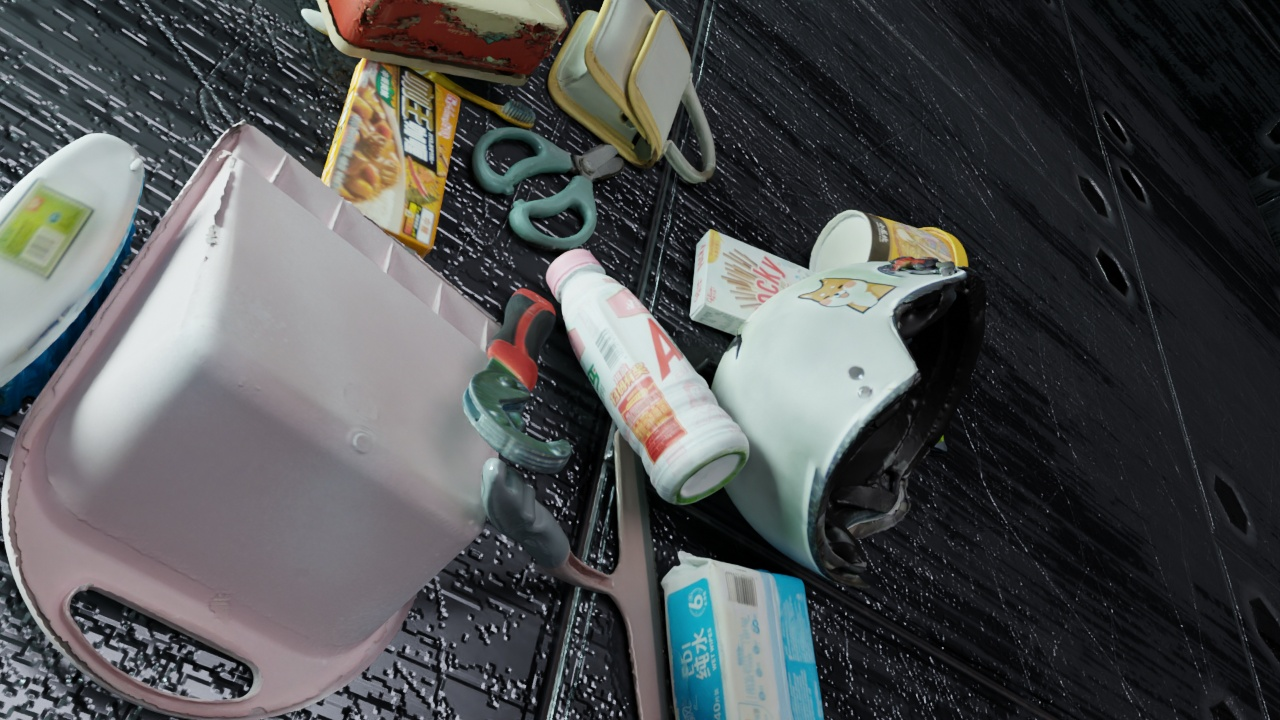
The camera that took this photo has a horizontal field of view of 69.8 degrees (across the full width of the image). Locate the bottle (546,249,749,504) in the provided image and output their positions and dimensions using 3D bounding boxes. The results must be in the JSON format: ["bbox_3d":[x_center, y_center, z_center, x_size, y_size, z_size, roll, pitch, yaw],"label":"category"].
[{"bbox_3d":[-0.004,0.004,0.629,0.068,0.068,0.197,-3,48,-44],"label":"bottle"}]

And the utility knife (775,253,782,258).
[{"bbox_3d":[0.112,-0.027,0.823,0.033,0.015,0.194,32,47,-15],"label":"utility knife"}]

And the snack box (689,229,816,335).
[{"bbox_3d":[0.120,-0.051,0.811,0.156,0.027,0.084,20,54,-18],"label":"snack box"}]

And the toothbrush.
[{"bbox_3d":[-0.161,-0.220,0.695,0.191,0.018,0.016,20,50,-33],"label":"toothbrush"}]

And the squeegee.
[{"bbox_3d":[-0.041,0.106,0.515,0.250,0.040,0.247,57,23,-57],"label":"squeegee"}]

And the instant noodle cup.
[{"bbox_3d":[0.241,-0.088,0.915,0.114,0.119,0.118,15,54,-26],"label":"instant noodle cup"}]

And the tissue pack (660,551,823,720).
[{"bbox_3d":[0.064,0.195,0.592,0.090,0.063,0.139,20,51,-34],"label":"tissue pack"}]

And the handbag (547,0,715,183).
[{"bbox_3d":[0.013,-0.250,0.851,0.178,0.063,0.163,38,45,-23],"label":"handbag"}]

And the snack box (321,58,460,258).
[{"bbox_3d":[-0.170,-0.141,0.628,0.075,0.026,0.153,25,49,-30],"label":"snack box"}]

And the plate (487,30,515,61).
[{"bbox_3d":[-0.175,-0.327,0.746,0.230,0.028,0.229,22,51,-31],"label":"plate"}]

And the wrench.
[{"bbox_3d":[-0.068,-0.003,0.538,0.056,0.016,0.273,28,14,-14],"label":"wrench"}]

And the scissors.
[{"bbox_3d":[-0.075,-0.163,0.739,0.132,0.019,0.185,41,41,-15],"label":"scissors"}]

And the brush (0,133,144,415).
[{"bbox_3d":[-0.277,0.017,0.361,0.060,0.110,0.313,31,48,-26],"label":"brush"}]

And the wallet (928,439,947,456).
[{"bbox_3d":[0.257,0.041,0.911,0.120,0.019,0.097,16,54,-40],"label":"wallet"}]

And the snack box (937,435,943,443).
[{"bbox_3d":[0.241,0.000,0.857,0.156,0.026,0.085,51,34,-31],"label":"snack box"}]

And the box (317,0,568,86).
[{"bbox_3d":[-0.137,-0.264,0.659,0.168,0.080,0.091,-6,68,-44],"label":"box"}]

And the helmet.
[{"bbox_3d":[0.144,0.025,0.695,0.157,0.230,0.273,21,40,26],"label":"helmet"}]

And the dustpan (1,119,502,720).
[{"bbox_3d":[-0.186,0.031,0.480,0.222,0.139,0.273,42,18,-26],"label":"dustpan"}]
